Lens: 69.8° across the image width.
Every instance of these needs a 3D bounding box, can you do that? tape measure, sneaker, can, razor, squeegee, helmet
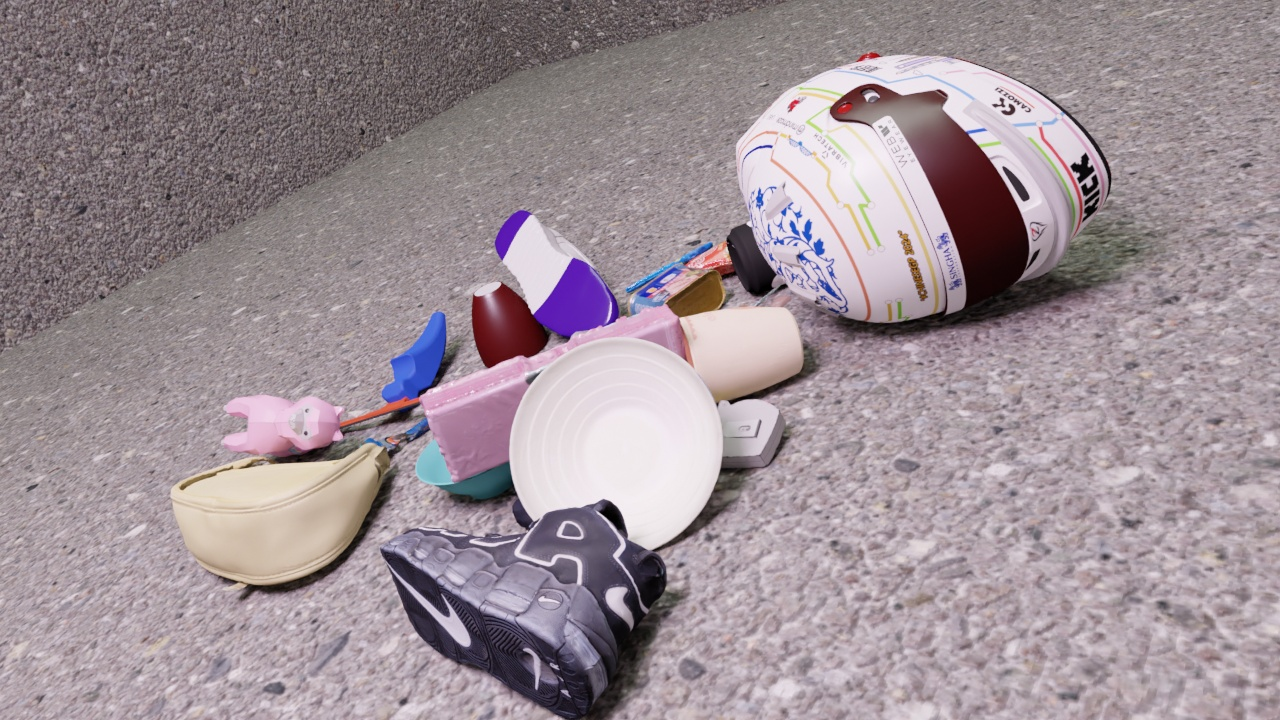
[{"bbox_3d":[0.087,0.061,0.774,0.062,0.020,0.060,-3,49,32],"label":"tape measure"},{"bbox_3d":[-0.086,-0.089,1.152,0.092,0.111,0.244,-48,52,9],"label":"sneaker"},{"bbox_3d":[0.177,-0.135,1.036,0.146,0.080,0.080,-22,26,-1],"label":"can"},{"bbox_3d":[-0.244,0.072,1.031,0.140,0.018,0.044,-31,30,-26],"label":"razor"},{"bbox_3d":[-0.082,0.149,0.679,0.253,0.097,0.150,8,33,45],"label":"sneaker"},{"bbox_3d":[-0.278,0.009,1.133,0.250,0.055,0.184,-17,39,30],"label":"squeegee"},{"bbox_3d":[0.226,-0.148,0.849,0.236,0.231,0.314,-36,38,-5],"label":"helmet"},{"bbox_3d":[0.042,-0.067,1.039,0.099,0.054,0.059,-37,32,-27],"label":"can"}]

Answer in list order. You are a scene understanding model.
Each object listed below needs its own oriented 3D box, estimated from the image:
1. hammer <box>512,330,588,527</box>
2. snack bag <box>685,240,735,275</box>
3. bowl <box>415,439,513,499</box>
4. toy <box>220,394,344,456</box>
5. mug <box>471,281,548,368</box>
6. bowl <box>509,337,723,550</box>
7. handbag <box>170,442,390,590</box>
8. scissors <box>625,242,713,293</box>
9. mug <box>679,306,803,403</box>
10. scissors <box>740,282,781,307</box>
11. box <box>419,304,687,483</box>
[{"bbox_3d":[-0.051,0.053,0.902,0.139,0.035,0.311,-6,30,24],"label":"hammer"},{"bbox_3d":[0.069,-0.109,1.126,0.155,0.044,0.087,-23,12,12],"label":"snack bag"},{"bbox_3d":[-0.148,0.097,0.874,0.121,0.046,0.121,-17,26,9],"label":"bowl"},{"bbox_3d":[-0.395,0.074,1.044,0.158,0.067,0.123,-2,-9,19],"label":"toy"},{"bbox_3d":[-0.176,-0.053,1.138,0.087,0.088,0.114,-29,27,-16],"label":"mug"},{"bbox_3d":[-0.015,0.073,0.755,0.177,0.176,0.058,-17,-15,10],"label":"bowl"},{"bbox_3d":[-0.366,0.147,0.919,0.233,0.088,0.190,-7,14,28],"label":"handbag"},{"bbox_3d":[0.037,-0.118,1.175,0.126,0.023,0.061,-24,4,-3],"label":"scissors"},{"bbox_3d":[0.092,-0.007,0.867,0.104,0.085,0.111,-13,-4,-5],"label":"mug"},{"bbox_3d":[0.095,-0.036,0.917,0.115,0.014,0.130,-32,-11,-2],"label":"scissors"},{"bbox_3d":[-0.083,0.009,0.832,0.232,0.099,0.112,-22,40,-10],"label":"box"}]
